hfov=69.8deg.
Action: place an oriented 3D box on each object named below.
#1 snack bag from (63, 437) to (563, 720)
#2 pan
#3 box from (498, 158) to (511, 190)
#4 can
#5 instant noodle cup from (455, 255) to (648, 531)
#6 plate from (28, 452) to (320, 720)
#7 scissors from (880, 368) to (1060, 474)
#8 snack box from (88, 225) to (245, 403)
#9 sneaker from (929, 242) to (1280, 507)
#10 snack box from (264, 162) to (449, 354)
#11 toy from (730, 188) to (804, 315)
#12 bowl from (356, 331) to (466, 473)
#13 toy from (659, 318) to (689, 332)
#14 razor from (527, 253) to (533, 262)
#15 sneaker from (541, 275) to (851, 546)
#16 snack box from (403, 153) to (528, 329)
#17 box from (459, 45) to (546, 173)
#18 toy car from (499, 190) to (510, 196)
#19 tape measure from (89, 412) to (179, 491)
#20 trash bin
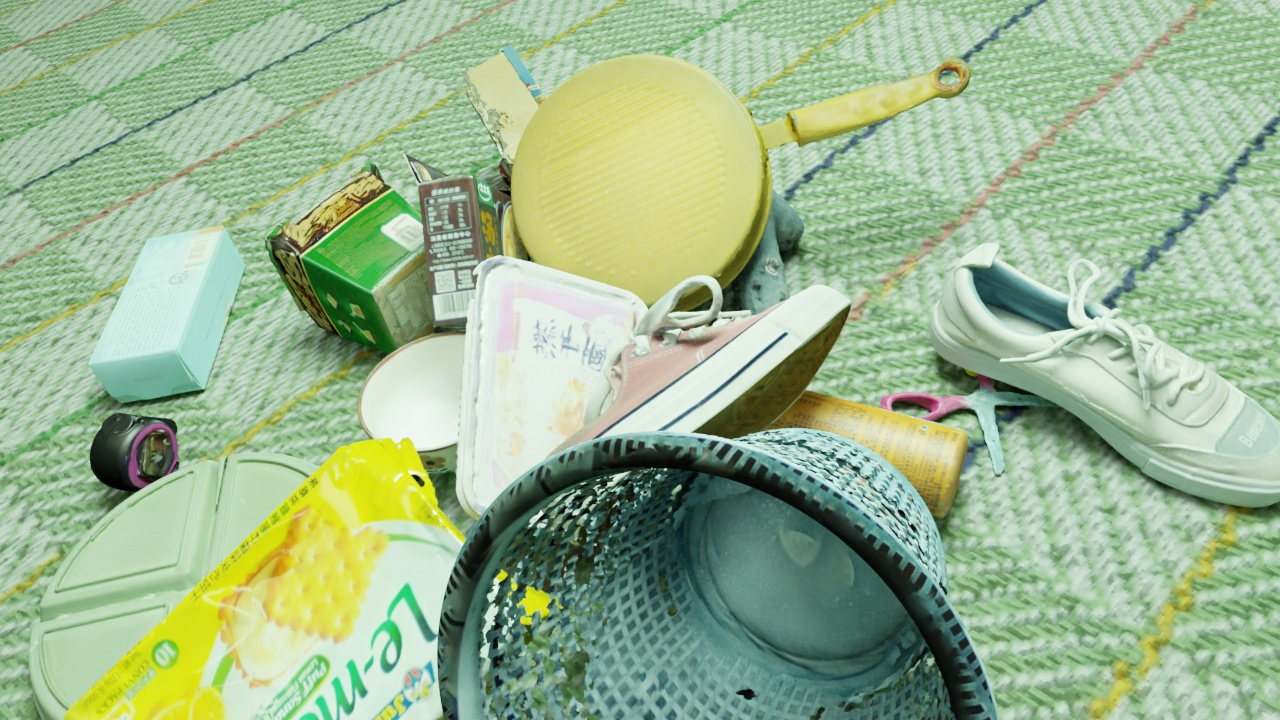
[{"bbox_3d":[-0.175,0.171,0.492,0.158,0.068,0.246,40,81,24],"label":"snack bag"},{"bbox_3d":[0.075,-0.156,0.687,0.358,0.078,0.197,-21,82,11],"label":"pan"},{"bbox_3d":[-0.059,-0.182,0.866,0.164,0.060,0.072,9,69,18],"label":"box"},{"bbox_3d":[0.133,0.055,0.598,0.146,0.058,0.058,15,51,23],"label":"can"},{"bbox_3d":[-0.062,0.030,0.603,0.138,0.061,0.173,14,64,-32],"label":"instant noodle cup"},{"bbox_3d":[-0.291,0.150,0.609,0.230,0.027,0.229,-5,46,5],"label":"plate"},{"bbox_3d":[0.234,0.024,0.641,0.133,0.017,0.133,0,50,6],"label":"scissors"},{"bbox_3d":[-0.408,-0.044,0.802,0.074,0.052,0.174,-10,44,3],"label":"snack box"},{"bbox_3d":[0.307,-0.002,0.587,0.242,0.091,0.089,31,59,24],"label":"sneaker"},{"bbox_3d":[-0.212,-0.074,0.753,0.106,0.118,0.118,28,60,27],"label":"snack box"},{"bbox_3d":[0.063,-0.150,0.785,0.137,0.092,0.355,23,38,-30],"label":"toy"},{"bbox_3d":[-0.139,0.039,0.663,0.113,0.062,0.113,-6,47,6],"label":"bowl"},{"bbox_3d":[-0.004,0.004,0.687,0.084,0.039,0.107,-2,44,4],"label":"toy"},{"bbox_3d":[-0.054,-0.069,0.765,0.167,0.062,0.067,16,20,18],"label":"razor"},{"bbox_3d":[0.026,0.010,0.539,0.240,0.118,0.088,-33,63,-28],"label":"sneaker"},{"bbox_3d":[-0.126,-0.086,0.692,0.053,0.113,0.125,-5,90,10],"label":"snack box"},{"bbox_3d":[-0.103,-0.203,0.813,0.062,0.090,0.184,-27,50,-1],"label":"box"},{"bbox_3d":[-0.119,-0.126,0.833,0.156,0.041,0.071,0,46,6],"label":"toy car"},{"bbox_3d":[-0.374,0.069,0.682,0.039,0.057,0.057,7,81,18],"label":"tape measure"},{"bbox_3d":[0.055,0.125,0.428,0.227,0.227,0.194,14,14,23],"label":"trash bin"}]
